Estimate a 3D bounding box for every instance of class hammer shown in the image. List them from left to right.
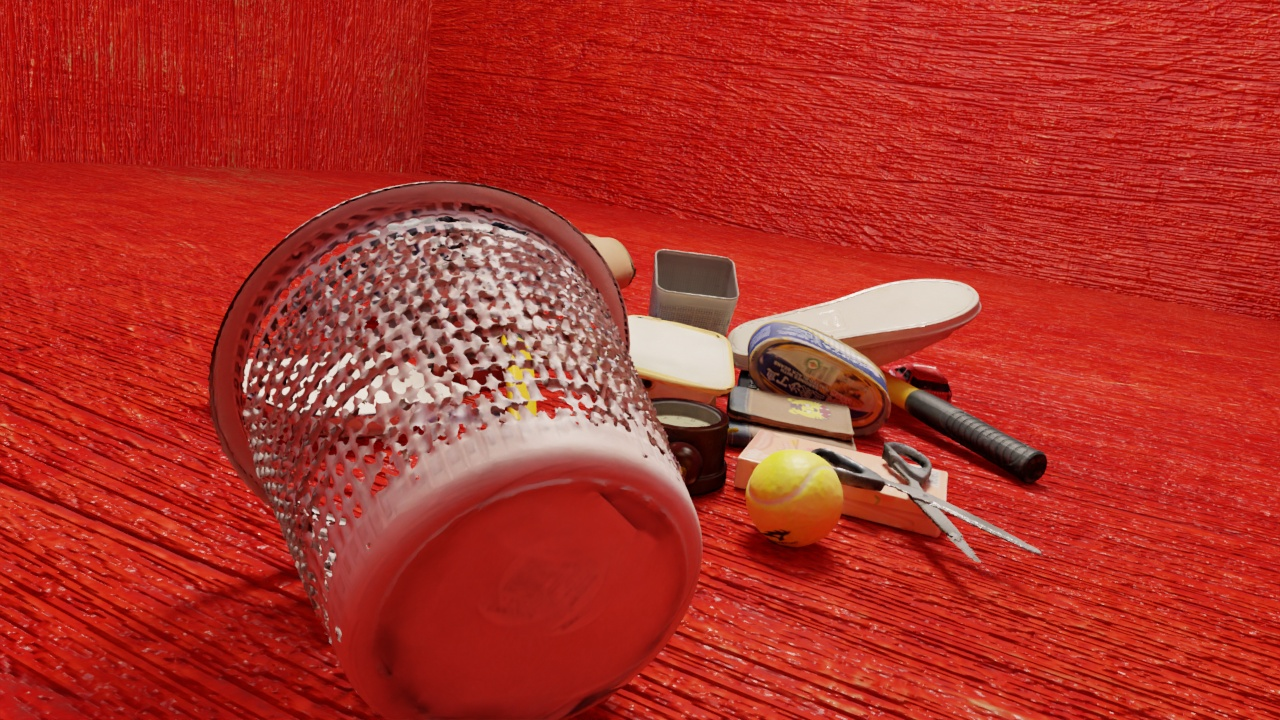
[{"bbox_3d":[0.280,0.042,0.929,0.128,0.033,0.301,-27,32,-16],"label":"hammer"}]

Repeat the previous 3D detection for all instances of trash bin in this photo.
[{"bbox_3d":[-0.076,0.053,0.431,0.227,0.228,0.192,0,28,-27],"label":"trash bin"}]

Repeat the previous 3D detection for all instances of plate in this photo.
[{"bbox_3d":[-0.243,0.029,0.754,0.164,0.034,0.163,19,18,38],"label":"plate"}]

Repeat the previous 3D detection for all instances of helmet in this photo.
[{"bbox_3d":[-0.206,-0.103,1.076,0.258,0.146,0.229,-5,16,-16],"label":"helmet"}]

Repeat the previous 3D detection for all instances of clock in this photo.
[{"bbox_3d":[0.022,0.067,0.698,0.082,0.055,0.121,16,18,29],"label":"clock"}]

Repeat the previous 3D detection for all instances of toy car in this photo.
[{"bbox_3d":[0.317,0.027,1.041,0.053,0.045,0.120,8,12,-2],"label":"toy car"}]

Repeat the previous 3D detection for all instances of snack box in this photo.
[{"bbox_3d":[0.159,0.094,0.723,0.157,0.026,0.084,12,15,18],"label":"snack box"}]

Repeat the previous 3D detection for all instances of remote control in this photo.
[{"bbox_3d":[0.125,0.034,0.942,0.053,0.024,0.136,10,19,5],"label":"remote control"}]

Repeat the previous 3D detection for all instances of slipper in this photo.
[{"bbox_3d":[0.227,-0.028,0.982,0.274,0.054,0.114,-13,31,0],"label":"slipper"}]

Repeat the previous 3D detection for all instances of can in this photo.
[{"bbox_3d":[0.172,0.017,0.888,0.148,0.075,0.049,28,24,-4],"label":"can"}]

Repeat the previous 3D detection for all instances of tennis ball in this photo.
[{"bbox_3d":[0.104,0.092,0.619,0.065,0.065,0.065,7,14,-2],"label":"tennis ball"}]

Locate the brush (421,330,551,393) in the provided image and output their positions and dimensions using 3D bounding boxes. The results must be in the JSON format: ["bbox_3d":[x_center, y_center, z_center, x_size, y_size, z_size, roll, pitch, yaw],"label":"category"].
[{"bbox_3d":[-0.140,0.000,0.873,0.069,0.063,0.145,20,16,28],"label":"brush"}]

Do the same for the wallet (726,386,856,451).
[{"bbox_3d":[0.134,0.057,0.833,0.115,0.033,0.090,10,24,2],"label":"wallet"}]

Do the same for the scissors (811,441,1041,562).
[{"bbox_3d":[0.199,0.097,0.661,0.179,0.014,0.159,16,21,20],"label":"scissors"}]

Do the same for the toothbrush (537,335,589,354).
[{"bbox_3d":[-0.046,-0.019,1.065,0.220,0.027,0.026,2,53,-19],"label":"toothbrush"}]

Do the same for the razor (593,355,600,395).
[{"bbox_3d":[-0.037,0.015,0.930,0.043,0.028,0.132,23,13,-15],"label":"razor"}]

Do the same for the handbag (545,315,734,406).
[{"bbox_3d":[-0.005,0.005,0.867,0.179,0.063,0.163,16,19,-1],"label":"handbag"}]

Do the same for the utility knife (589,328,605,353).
[{"bbox_3d":[0.017,0.005,0.965,0.162,0.018,0.034,22,14,-3],"label":"utility knife"}]

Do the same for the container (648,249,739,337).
[{"bbox_3d":[0.052,-0.049,1.023,0.090,0.114,0.090,7,36,-4],"label":"container"}]

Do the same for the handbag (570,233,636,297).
[{"bbox_3d":[-0.106,-0.146,1.391,0.148,0.100,0.204,18,20,23],"label":"handbag"}]

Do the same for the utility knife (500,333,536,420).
[{"bbox_3d":[-0.106,0.026,0.788,0.033,0.015,0.192,28,24,-24],"label":"utility knife"}]
